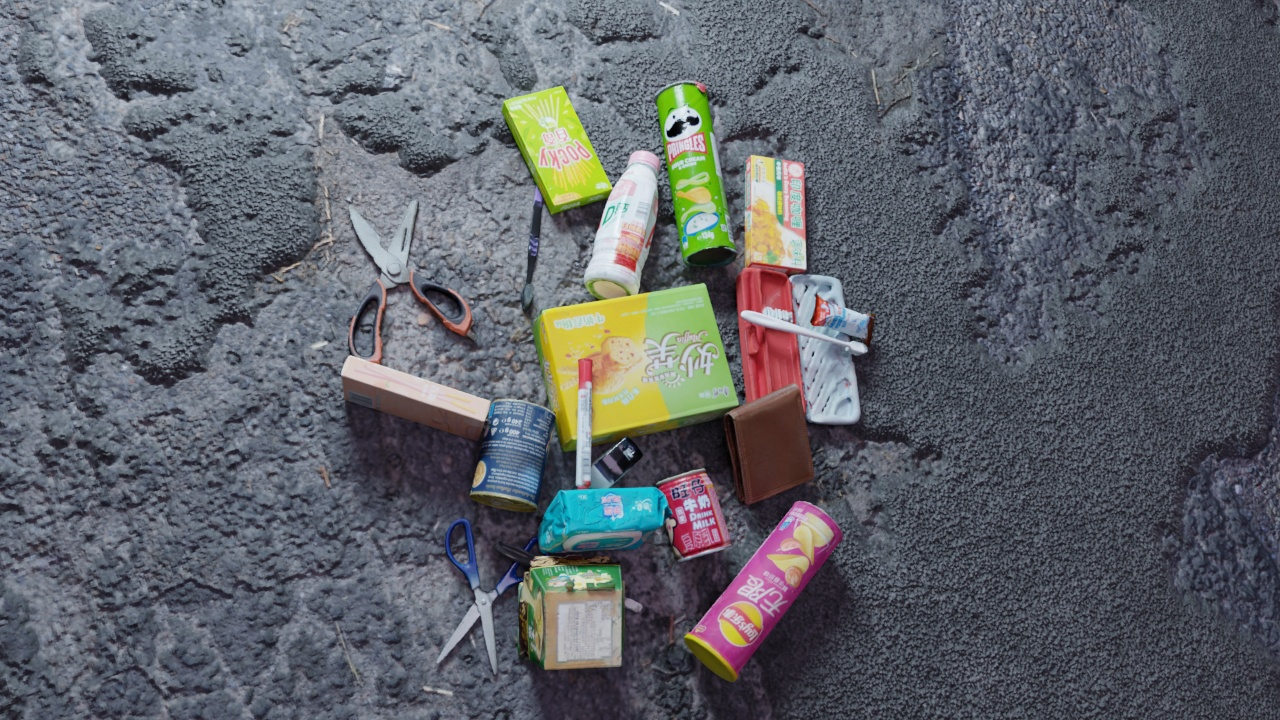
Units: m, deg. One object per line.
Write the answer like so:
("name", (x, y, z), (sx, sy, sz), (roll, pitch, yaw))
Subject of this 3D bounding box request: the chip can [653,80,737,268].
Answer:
("chip can", (0.071, -0.236, 1.172), (0.072, 0.072, 0.235), (-5, 75, -16))

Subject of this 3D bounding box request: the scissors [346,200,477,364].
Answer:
("scissors", (-0.285, -0.086, 1.067), (0.225, 0.015, 0.188), (44, 69, 3))

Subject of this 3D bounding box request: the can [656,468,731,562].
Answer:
("can", (0.059, 0.176, 1.045), (0.066, 0.067, 0.093), (-13, 77, -18))

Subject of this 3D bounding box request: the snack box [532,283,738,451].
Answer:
("snack box", (-0.006, 0.006, 1.079), (0.209, 0.070, 0.157), (-11, 77, -17))

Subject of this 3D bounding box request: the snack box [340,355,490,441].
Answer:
("snack box", (-0.245, 0.043, 1.000), (0.157, 0.085, 0.026), (18, 67, -9))

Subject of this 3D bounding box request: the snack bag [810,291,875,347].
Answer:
("snack bag", (0.256, -0.052, 1.163), (0.104, 0.026, 0.048), (19, 74, -22))

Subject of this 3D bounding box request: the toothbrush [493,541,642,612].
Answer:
("toothbrush", (-0.078, 0.239, 1.011), (0.181, 0.018, 0.015), (26, 75, -10))

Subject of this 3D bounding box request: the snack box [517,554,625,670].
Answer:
("snack box", (-0.066, 0.269, 0.950), (0.118, 0.106, 0.117), (0, 89, -10))

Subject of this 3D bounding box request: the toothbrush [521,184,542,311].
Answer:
("toothbrush", (-0.130, -0.149, 1.125), (0.014, 0.017, 0.188), (10, 70, -16))

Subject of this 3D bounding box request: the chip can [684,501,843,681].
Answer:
("chip can", (0.142, 0.258, 1.039), (0.071, 0.071, 0.210), (44, 68, 2))

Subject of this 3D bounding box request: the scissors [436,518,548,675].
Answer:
("scissors", (-0.166, 0.248, 0.996), (0.174, 0.012, 0.162), (-31, 85, -21))

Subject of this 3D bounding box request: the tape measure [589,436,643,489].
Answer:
("tape measure", (-0.035, 0.121, 1.039), (0.065, 0.066, 0.033), (-41, 88, -23))

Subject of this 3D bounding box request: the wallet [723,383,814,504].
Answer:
("wallet", (0.153, 0.100, 1.085), (0.101, 0.032, 0.124), (-19, 109, -20))

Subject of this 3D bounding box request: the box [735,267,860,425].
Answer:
("box", (0.198, -0.017, 1.158), (0.158, 0.039, 0.200), (5, 71, -26))

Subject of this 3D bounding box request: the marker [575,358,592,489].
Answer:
("marker", (-0.061, 0.069, 1.000), (0.017, 0.017, 0.145), (4, 75, -13))

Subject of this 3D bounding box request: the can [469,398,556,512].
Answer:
("can", (-0.140, 0.104, 1.013), (0.075, 0.075, 0.111), (14, 70, -10))

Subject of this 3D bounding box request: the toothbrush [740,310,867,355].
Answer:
("toothbrush", (0.202, -0.033, 1.136), (0.180, 0.016, 0.016), (15, 63, -20))

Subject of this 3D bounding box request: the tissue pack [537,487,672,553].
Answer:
("tissue pack", (-0.040, 0.176, 1.003), (0.133, 0.093, 0.050), (0, 63, -20))

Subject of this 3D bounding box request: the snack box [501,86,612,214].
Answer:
("snack box", (-0.106, -0.266, 1.158), (0.085, 0.026, 0.156), (-21, 79, -23))

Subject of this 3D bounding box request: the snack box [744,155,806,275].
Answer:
("snack box", (0.177, -0.191, 1.208), (0.077, 0.027, 0.155), (6, 72, -14))

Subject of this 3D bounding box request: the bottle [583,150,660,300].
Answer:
("bottle", (-0.016, -0.169, 1.135), (0.068, 0.068, 0.196), (17, 66, -9))
